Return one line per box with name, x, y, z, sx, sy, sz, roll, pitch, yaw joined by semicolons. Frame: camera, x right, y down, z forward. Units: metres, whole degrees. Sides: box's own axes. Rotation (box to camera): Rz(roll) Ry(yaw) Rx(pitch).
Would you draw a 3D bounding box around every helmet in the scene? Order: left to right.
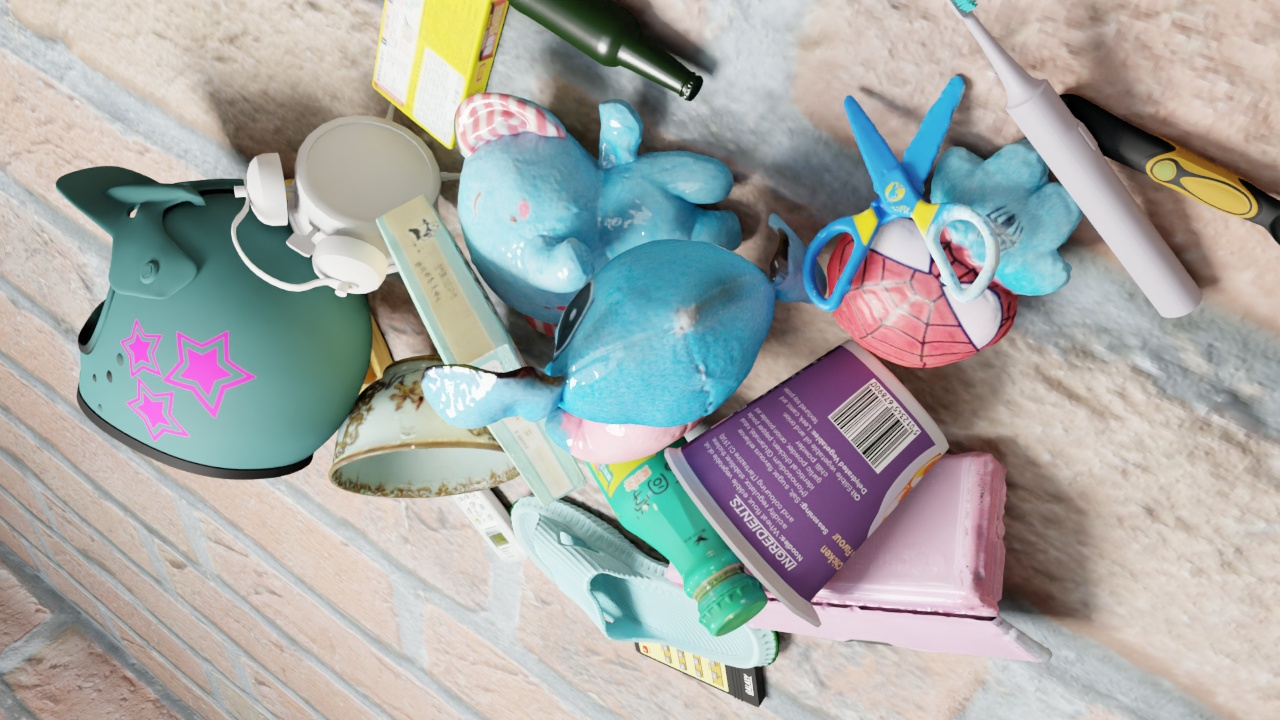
helmet;-0.330;-0.044;0.705;0.275;0.176;0.200;22;102;24

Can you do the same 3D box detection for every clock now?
clock;-0.206;-0.105;0.638;0.120;0.158;0.061;43;149;3

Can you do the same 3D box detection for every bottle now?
bottle;-0.019;-0.182;0.510;0.123;0.032;0.033;36;139;11
bottle;0.011;0.083;0.613;0.209;0.068;0.068;56;146;29

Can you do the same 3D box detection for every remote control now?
remote control;-0.153;0.140;0.893;0.050;0.022;0.133;-25;104;48
remote control;0.049;0.267;0.831;0.134;0.013;0.058;13;130;33

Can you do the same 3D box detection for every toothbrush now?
toothbrush;0.185;-0.089;0.394;0.188;0.018;0.019;45;163;-16

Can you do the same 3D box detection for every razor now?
razor;0.238;-0.077;0.388;0.144;0.021;0.044;33;138;18

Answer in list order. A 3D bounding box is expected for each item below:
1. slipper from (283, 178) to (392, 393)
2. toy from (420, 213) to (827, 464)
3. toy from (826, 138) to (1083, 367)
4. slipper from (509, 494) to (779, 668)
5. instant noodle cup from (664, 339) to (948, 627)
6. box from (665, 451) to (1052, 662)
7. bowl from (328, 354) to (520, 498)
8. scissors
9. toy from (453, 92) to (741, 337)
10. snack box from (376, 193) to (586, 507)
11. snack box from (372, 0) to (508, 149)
slipper;-0.298;-0.032;0.835;0.100;0.078;0.264;16;129;31
toy;-0.003;0.003;0.516;0.099;0.223;0.192;60;165;14
toy;0.153;-0.048;0.454;0.092;0.062;0.133;45;129;1
slipper;-0.012;0.203;0.793;0.276;0.069;0.116;17;135;29
instant noodle cup;0.104;0.063;0.521;0.137;0.122;0.122;48;-176;-10
box;0.141;0.130;0.611;0.233;0.106;0.115;-10;149;43
bowl;-0.179;0.052;0.773;0.160;0.159;0.093;-34;56;49
scissors;0.127;-0.075;0.432;0.123;0.016;0.125;30;99;32
toy;-0.031;-0.078;0.558;0.181;0.114;0.183;2;128;24
snack box;-0.105;0.000;0.627;0.141;0.044;0.194;57;172;33
snack box;-0.126;-0.214;0.580;0.075;0.025;0.153;40;140;7
